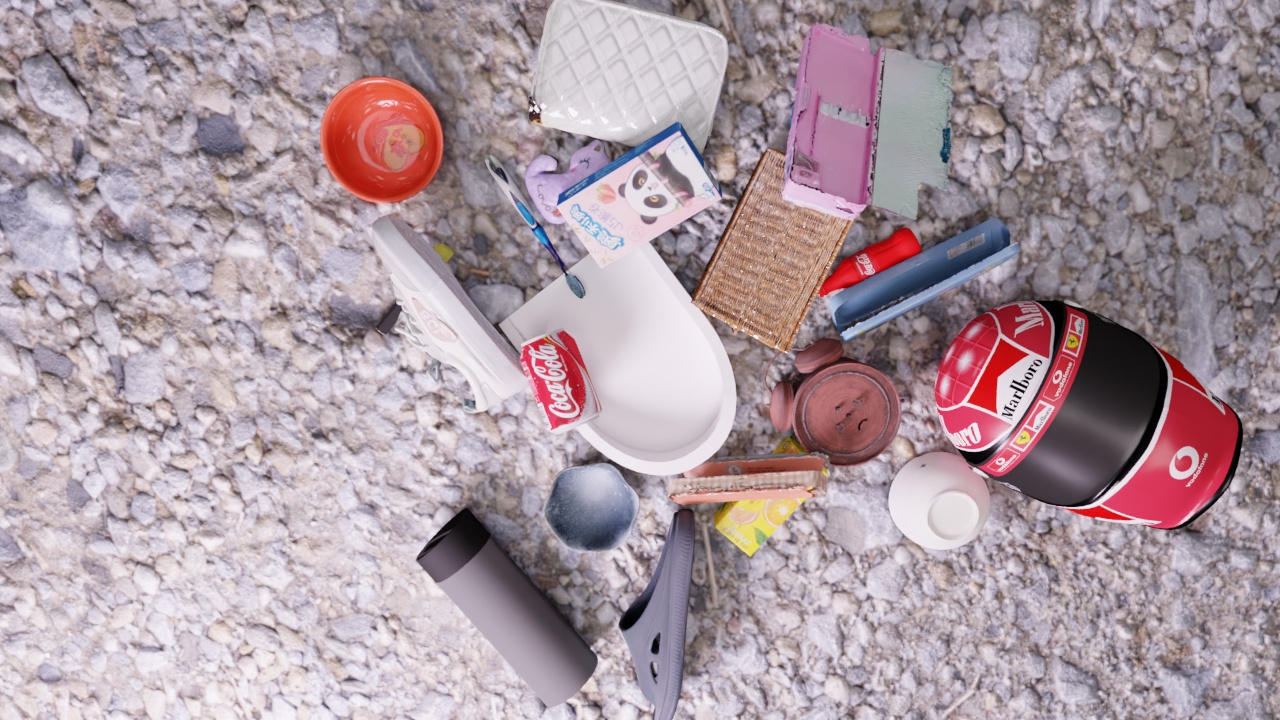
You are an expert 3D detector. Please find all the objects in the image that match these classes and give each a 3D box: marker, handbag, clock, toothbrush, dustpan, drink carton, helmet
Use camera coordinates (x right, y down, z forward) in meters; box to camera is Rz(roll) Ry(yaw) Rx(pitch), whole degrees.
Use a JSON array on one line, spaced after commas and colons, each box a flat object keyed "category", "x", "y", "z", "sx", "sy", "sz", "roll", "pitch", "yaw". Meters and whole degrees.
[{"category": "marker", "x": -0.256, "y": -0.080, "z": 1.030, "sx": 0.021, "sy": 0.017, "sz": 0.124, "roll": 40, "pitch": 101, "yaw": -7}, {"category": "handbag", "x": -0.012, "y": -0.295, "z": 0.955, "sx": 0.195, "sy": 0.072, "sz": 0.139, "roll": 14, "pitch": 111, "yaw": -3}, {"category": "clock", "x": 0.211, "y": 0.044, "z": 1.025, "sx": 0.157, "sy": 0.072, "sz": 0.121, "roll": 32, "pitch": 101, "yaw": -7}, {"category": "toothbrush", "x": -0.116, "y": -0.147, "z": 1.007, "sx": 0.016, "sy": 0.017, "sz": 0.189, "roll": -34, "pitch": 94, "yaw": 6}, {"category": "dustpan", "x": -0.006, "y": 0.006, "z": 1.028, "sx": 0.191, "sy": 0.053, "sz": 0.258, "roll": -37, "pitch": 99, "yaw": 8}, {"category": "drink carton", "x": 0.150, "y": 0.157, "z": 1.065, "sx": 0.058, "sy": 0.043, "sz": 0.135, "roll": 41, "pitch": 99, "yaw": -7}, {"category": "helmet", "x": 0.415, "y": 0.043, "z": 0.921, "sx": 0.224, "sy": 0.270, "sz": 0.198, "roll": 25, "pitch": 99, "yaw": 0}]

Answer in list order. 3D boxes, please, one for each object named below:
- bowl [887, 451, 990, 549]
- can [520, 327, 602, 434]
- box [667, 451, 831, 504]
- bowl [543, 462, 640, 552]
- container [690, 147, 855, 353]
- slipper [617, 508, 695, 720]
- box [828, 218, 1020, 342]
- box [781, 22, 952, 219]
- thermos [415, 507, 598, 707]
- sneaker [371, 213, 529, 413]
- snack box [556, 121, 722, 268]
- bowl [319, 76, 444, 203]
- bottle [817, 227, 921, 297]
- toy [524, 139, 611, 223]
[{"category": "bowl", "x": 0.349, "y": 0.167, "z": 1.055, "sx": 0.113, "sy": 0.063, "sz": 0.113, "roll": 0, "pitch": 102, "yaw": 0}, {"category": "can", "x": -0.088, "y": 0.022, "z": 0.997, "sx": 0.064, "sy": 0.064, "sz": 0.105, "roll": -21, "pitch": 90, "yaw": 5}, {"category": "box", "x": 0.123, "y": 0.130, "z": 1.029, "sx": 0.188, "sy": 0.063, "sz": 0.056, "roll": -6, "pitch": 145, "yaw": 26}, {"category": "bowl", "x": -0.056, "y": 0.163, "z": 1.062, "sx": 0.110, "sy": 0.055, "sz": 0.110, "roll": 0, "pitch": 103, "yaw": 0}, {"category": "container", "x": 0.142, "y": -0.117, "z": 0.969, "sx": 0.113, "sy": 0.113, "sz": 0.198, "roll": 26, "pitch": 99, "yaw": 0}, {"category": "slipper", "x": 0.016, "y": 0.301, "z": 1.067, "sx": 0.083, "sy": 0.110, "sz": 0.268, "roll": 6, "pitch": 99, "yaw": 2}, {"category": "box", "x": 0.311, "y": -0.075, "z": 0.997, "sx": 0.210, "sy": 0.059, "sz": 0.068, "roll": -26, "pitch": 142, "yaw": 6}, {"category": "box", "x": 0.229, "y": -0.232, "z": 0.914, "sx": 0.159, "sy": 0.035, "sz": 0.229, "roll": 15, "pitch": 60, "yaw": -4}, {"category": "thermos", "x": -0.157, "y": 0.290, "z": 1.077, "sx": 0.082, "sy": 0.082, "sz": 0.240, "roll": -38, "pitch": 99, "yaw": 8}, {"category": "sneaker", "x": -0.222, "y": -0.041, "z": 0.990, "sx": 0.091, "sy": 0.089, "sz": 0.242, "roll": -35, "pitch": 113, "yaw": 5}, {"category": "snack box", "x": -0.002, "y": -0.172, "z": 0.962, "sx": 0.154, "sy": 0.033, "sz": 0.088, "roll": -28, "pitch": 117, "yaw": 17}, {"category": "bowl", "x": -0.272, "y": -0.235, "z": 0.982, "sx": 0.130, "sy": 0.045, "sz": 0.130, "roll": 0, "pitch": 102, "yaw": 0}, {"category": "bottle", "x": 0.247, "y": -0.104, "z": 1.010, "sx": 0.119, "sy": 0.036, "sz": 0.036, "roll": -28, "pitch": 101, "yaw": 7}, {"category": "toy", "x": -0.074, "y": -0.197, "z": 0.993, "sx": 0.100, "sy": 0.036, "sz": 0.080, "roll": -30, "pitch": 101, "yaw": 8}]
